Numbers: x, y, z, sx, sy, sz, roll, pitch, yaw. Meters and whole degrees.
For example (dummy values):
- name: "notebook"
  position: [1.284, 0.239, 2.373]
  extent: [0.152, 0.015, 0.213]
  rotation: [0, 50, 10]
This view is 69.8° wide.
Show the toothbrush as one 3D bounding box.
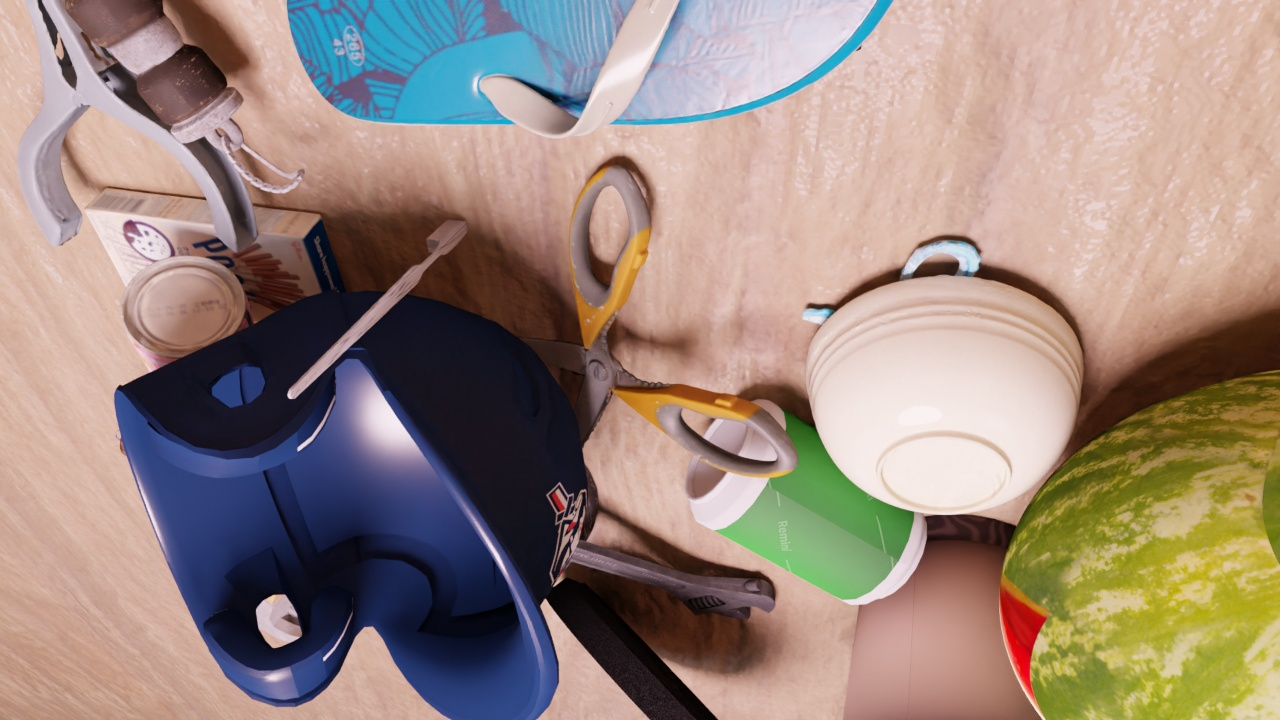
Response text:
- name: "toothbrush"
  position: [-0.129, -0.032, 0.461]
  extent: [0.010, 0.181, 0.010]
  rotation: [7, 123, 13]

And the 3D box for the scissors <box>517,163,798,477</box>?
- name: "scissors"
  position: [-0.004, 0.002, 0.531]
  extent: [0.230, 0.016, 0.226]
  rotation: [33, 133, 18]

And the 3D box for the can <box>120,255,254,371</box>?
- name: "can"
  position: [-0.267, -0.016, 0.551]
  extent: [0.067, 0.067, 0.076]
  rotation: [21, 153, -5]

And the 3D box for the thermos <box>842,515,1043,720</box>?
- name: "thermos"
  position: [0.209, 0.230, 0.594]
  extent: [0.173, 0.225, 0.173]
  rotation: [9, 137, 8]

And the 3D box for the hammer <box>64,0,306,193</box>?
- name: "hammer"
  position: [-0.270, -0.203, 0.398]
  extent: [0.177, 0.079, 0.326]
  rotation: [-11, 131, 27]

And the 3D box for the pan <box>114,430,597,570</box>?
- name: "pan"
  position: [-0.208, 0.101, 0.682]
  extent: [0.357, 0.040, 0.208]
  rotation: [12, 128, -9]

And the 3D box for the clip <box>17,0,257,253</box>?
- name: "clip"
  position: [-0.297, -0.110, 0.520]
  extent: [0.164, 0.032, 0.166]
  rotation: [42, 123, -15]

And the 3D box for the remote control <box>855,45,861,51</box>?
- name: "remote control"
  position: [0.027, -0.149, 0.413]
  extent: [0.140, 0.009, 0.030]
  rotation: [1, 135, 17]

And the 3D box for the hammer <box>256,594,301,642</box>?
- name: "hammer"
  position: [-0.314, 0.146, 0.796]
  extent: [0.131, 0.039, 0.329]
  rotation: [33, 134, 6]

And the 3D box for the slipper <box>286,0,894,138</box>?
- name: "slipper"
  position: [-0.035, -0.146, 0.388]
  extent: [0.295, 0.060, 0.118]
  rotation: [-2, 125, 21]

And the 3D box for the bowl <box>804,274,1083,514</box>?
- name: "bowl"
  position: [0.163, 0.034, 0.499]
  extent: [0.151, 0.075, 0.151]
  rotation: [8, 137, 8]

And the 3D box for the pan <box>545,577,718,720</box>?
- name: "pan"
  position: [0.045, 0.285, 0.690]
  extent: [0.356, 0.034, 0.225]
  rotation: [33, 164, 50]

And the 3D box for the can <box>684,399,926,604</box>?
- name: "can"
  position: [0.105, 0.090, 0.583]
  extent: [0.140, 0.087, 0.088]
  rotation: [30, 136, -15]

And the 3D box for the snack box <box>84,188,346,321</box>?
- name: "snack box"
  position: [-0.265, -0.063, 0.584]
  extent: [0.150, 0.026, 0.082]
  rotation: [8, 136, 10]

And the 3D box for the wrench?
- name: "wrench"
  position: [-0.005, 0.159, 0.700]
  extent: [0.273, 0.018, 0.073]
  rotation: [24, 139, -28]

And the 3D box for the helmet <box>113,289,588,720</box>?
- name: "helmet"
  position: [-0.128, 0.080, 0.513]
  extent: [0.272, 0.222, 0.233]
  rotation: [42, 139, 31]

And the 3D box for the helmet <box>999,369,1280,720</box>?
- name: "helmet"
  position: [0.307, 0.124, 0.459]
  extent: [0.243, 0.212, 0.248]
  rotation: [-4, 152, -6]

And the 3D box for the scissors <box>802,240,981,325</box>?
- name: "scissors"
  position: [0.160, -0.010, 0.516]
  extent: [0.140, 0.011, 0.134]
  rotation: [25, 135, -10]
